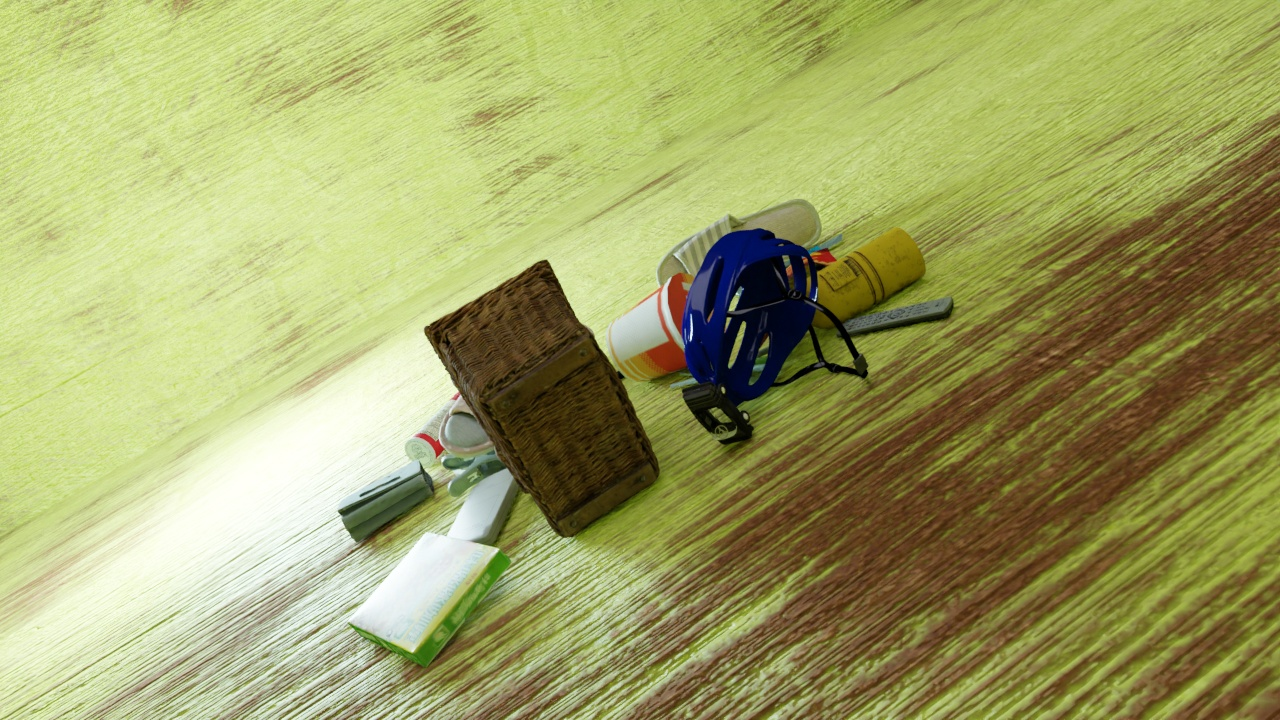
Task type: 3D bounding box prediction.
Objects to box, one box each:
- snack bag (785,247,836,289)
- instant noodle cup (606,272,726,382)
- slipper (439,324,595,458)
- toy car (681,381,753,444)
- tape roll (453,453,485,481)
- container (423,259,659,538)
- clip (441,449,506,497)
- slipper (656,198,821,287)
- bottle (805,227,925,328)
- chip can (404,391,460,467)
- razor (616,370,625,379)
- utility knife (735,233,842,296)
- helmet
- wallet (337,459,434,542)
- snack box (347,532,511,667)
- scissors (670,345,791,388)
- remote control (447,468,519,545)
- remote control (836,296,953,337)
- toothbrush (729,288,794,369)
[{"bbox_3d":[0.214,-0.102,1.256,0.139,0.066,0.207,-32,8,9],"label":"snack bag"},{"bbox_3d":[0.030,-0.035,1.223,0.121,0.123,0.123,-26,17,34],"label":"instant noodle cup"},{"bbox_3d":[-0.167,0.027,1.248,0.114,0.054,0.273,23,53,32],"label":"slipper"},{"bbox_3d":[0.079,0.057,0.944,0.040,0.092,0.037,-17,45,29],"label":"toy car"},{"bbox_3d":[-0.216,0.135,1.279,0.094,0.018,0.093,-26,19,9],"label":"tape roll"},{"bbox_3d":[-0.092,0.052,0.991,0.162,0.250,0.183,-32,28,-9],"label":"container"},{"bbox_3d":[-0.190,0.113,1.232,0.163,0.028,0.115,-25,33,-6],"label":"clip"},{"bbox_3d":[0.153,-0.169,1.415,0.272,0.114,0.054,-26,-3,0],"label":"slipper"},{"bbox_3d":[0.253,-0.091,1.105,0.164,0.071,0.071,-30,18,-4],"label":"bottle"},{"bbox_3d":[-0.296,0.088,1.469,0.052,0.052,0.214,-17,21,32],"label":"chip can"},{"bbox_3d":[-0.008,0.008,1.312,0.144,0.022,0.042,-30,58,9],"label":"razor"},{"bbox_3d":[0.223,-0.142,1.374,0.185,0.015,0.031,-28,39,1],"label":"utility knife"},{"bbox_3d":[0.155,-0.049,0.998,0.228,0.148,0.241,6,57,38],"label":"helmet"},{"bbox_3d":[-0.357,0.193,1.291,0.131,0.054,0.100,-28,18,-13],"label":"wallet"},{"bbox_3d":[-0.224,0.244,0.963,0.168,0.027,0.131,-4,38,51],"label":"snack box"},{"bbox_3d":[0.111,0.009,1.145,0.175,0.032,0.092,-3,34,46],"label":"scissors"},{"bbox_3d":[-0.188,0.183,1.105,0.074,0.019,0.150,-25,21,20],"label":"remote control"},{"bbox_3d":[0.285,-0.048,1.032,0.137,0.013,0.033,-11,25,42],"label":"remote control"},{"bbox_3d":[0.148,-0.026,1.109,0.016,0.016,0.189,26,63,32],"label":"toothbrush"}]
